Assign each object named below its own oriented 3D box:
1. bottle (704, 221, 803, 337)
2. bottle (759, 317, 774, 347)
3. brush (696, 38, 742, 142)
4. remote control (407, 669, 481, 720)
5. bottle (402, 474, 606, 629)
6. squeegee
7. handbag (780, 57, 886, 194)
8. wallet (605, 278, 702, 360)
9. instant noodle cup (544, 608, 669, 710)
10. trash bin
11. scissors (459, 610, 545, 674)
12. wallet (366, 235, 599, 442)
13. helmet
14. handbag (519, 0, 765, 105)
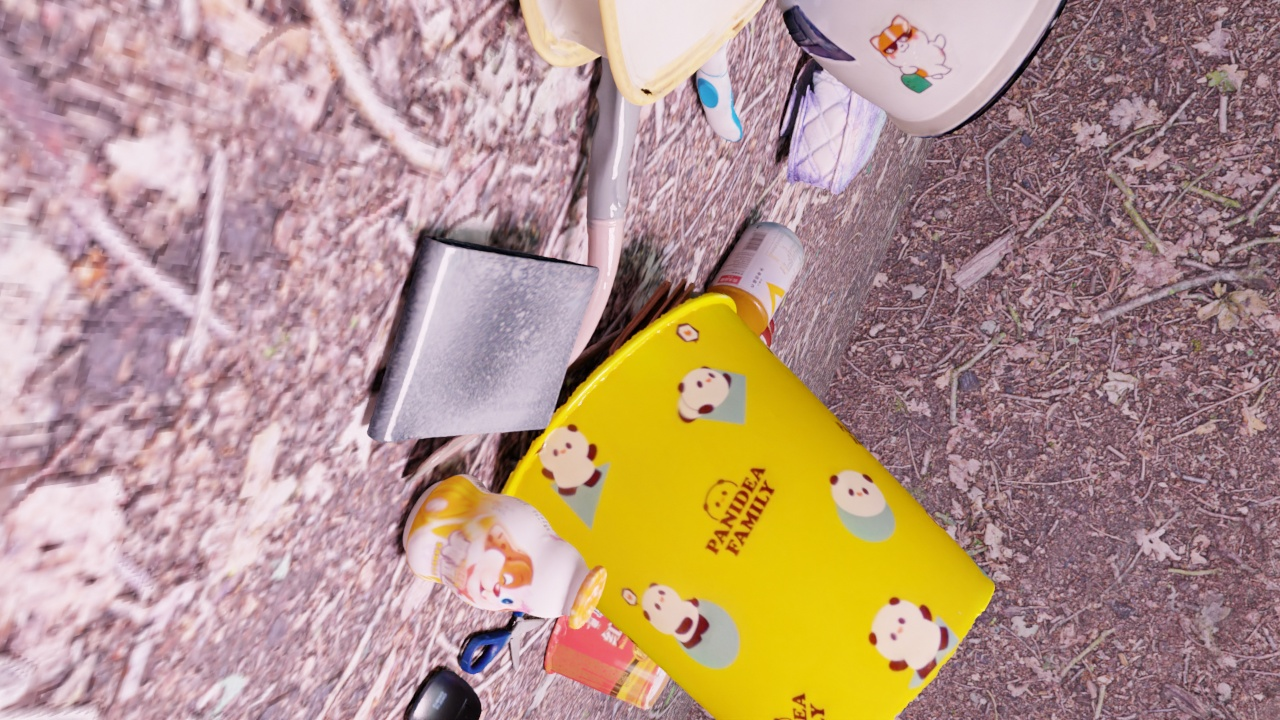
[{"bbox_3d":[0.094,-0.053,0.883,0.189,0.068,0.068,-57,162,-29],"label":"bottle"},{"bbox_3d":[0.100,-0.011,0.978,0.174,0.057,0.058,-40,150,-57],"label":"bottle"},{"bbox_3d":[0.046,-0.205,0.557,0.109,0.060,0.314,-64,167,12],"label":"brush"},{"bbox_3d":[-0.137,0.261,0.667,0.053,0.024,0.137,-59,163,-26],"label":"remote control"},{"bbox_3d":[-0.073,0.107,0.500,0.063,0.108,0.063,-57,161,-33],"label":"bottle"},{"bbox_3d":[-0.028,-0.074,0.520,0.247,0.040,0.250,-37,147,-59],"label":"squeegee"},{"bbox_3d":[0.203,-0.255,0.939,0.193,0.075,0.134,-44,149,-56],"label":"handbag"},{"bbox_3d":[-0.004,0.004,0.693,0.118,0.035,0.131,-48,167,-38],"label":"wallet"},{"bbox_3d":[-0.016,0.277,0.925,0.137,0.108,0.138,-57,162,-30],"label":"instant noodle cup"},{"bbox_3d":[0.073,0.122,0.617,0.229,0.255,0.230,-42,163,-16],"label":"trash bin"},{"bbox_3d":[-0.100,0.208,0.734,0.162,0.012,0.164,-24,137,-68],"label":"scissors"},{"bbox_3d":[-0.073,-0.008,0.453,0.120,0.019,0.097,2,112,-55],"label":"wallet"},{"bbox_3d":[0.155,-0.284,0.553,0.231,0.157,0.273,131,-24,-62],"label":"helmet"},{"bbox_3d":[0.023,-0.211,0.354,0.178,0.063,0.164,-43,151,-25],"label":"handbag"}]
